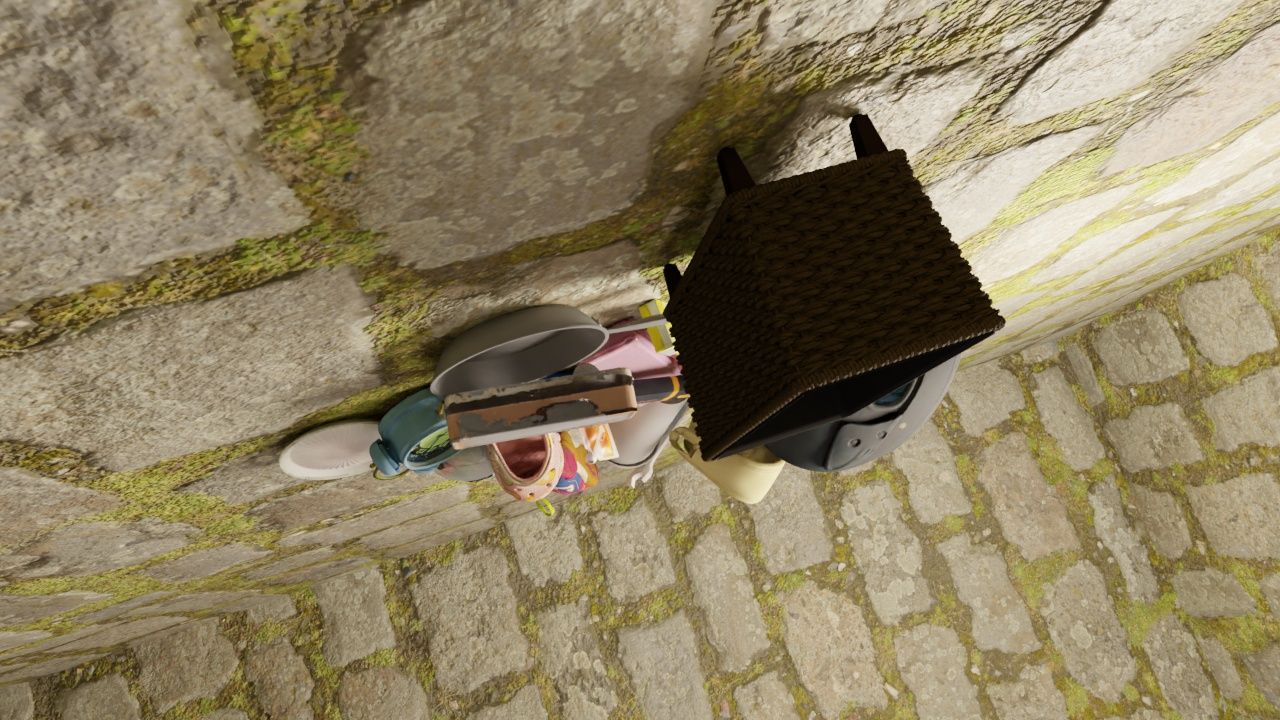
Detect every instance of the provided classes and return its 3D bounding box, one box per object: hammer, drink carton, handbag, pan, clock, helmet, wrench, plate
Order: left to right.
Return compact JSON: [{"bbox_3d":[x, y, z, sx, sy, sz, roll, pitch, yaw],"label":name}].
[{"bbox_3d":[-0.375,0.111,1.159,0.157,0.014,0.157,-16,155,-8],"label":"plate"},{"bbox_3d":[-0.269,0.093,1.130,0.162,0.060,0.118,-42,158,22],"label":"clock"},{"bbox_3d":[-0.059,-0.030,1.005,0.356,0.050,0.201,-18,168,-4],"label":"pan"},{"bbox_3d":[-0.071,0.091,1.352,0.039,0.122,0.069,-28,165,36],"label":"drink carton"},{"bbox_3d":[0.054,0.115,1.563,0.047,0.009,0.272,-15,-149,49],"label":"wrench"},{"bbox_3d":[0.049,0.033,1.197,0.312,0.035,0.140,-6,157,-20],"label":"hammer"},{"bbox_3d":[0.153,0.110,1.498,0.089,0.191,0.232,-62,-178,34],"label":"handbag"},{"bbox_3d":[0.285,0.020,1.341,0.235,0.248,0.317,12,132,-28],"label":"helmet"}]

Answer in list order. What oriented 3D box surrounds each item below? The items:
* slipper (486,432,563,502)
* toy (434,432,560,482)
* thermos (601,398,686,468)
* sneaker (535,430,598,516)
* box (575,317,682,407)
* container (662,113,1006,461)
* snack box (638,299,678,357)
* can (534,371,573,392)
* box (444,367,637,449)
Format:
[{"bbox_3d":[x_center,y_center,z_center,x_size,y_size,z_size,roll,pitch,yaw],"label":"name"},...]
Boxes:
[{"bbox_3d":[-0.141,0.118,1.147,0.093,0.081,0.197,-23,137,-12],"label":"slipper"},{"bbox_3d":[-0.201,0.110,1.255,0.179,0.101,0.139,-5,-170,-16],"label":"toy"},{"bbox_3d":[0.000,0.077,1.436,0.131,0.131,0.222,-13,159,-27],"label":"thermos"},{"bbox_3d":[-0.136,0.169,1.405,0.091,0.116,0.242,-17,161,9],"label":"sneaker"},{"bbox_3d":[-0.007,0.006,1.209,0.098,0.037,0.232,-26,157,13],"label":"box"},{"bbox_3d":[0.135,-0.053,0.827,0.176,0.205,0.321,-17,168,-13],"label":"container"},{"bbox_3d":[0.046,-0.035,1.126,0.026,0.061,0.148,-25,167,20],"label":"snack box"},{"bbox_3d":[-0.101,0.055,1.252,0.145,0.079,0.079,-6,162,-47],"label":"can"},{"bbox_3d":[-0.112,0.059,1.049,0.216,0.062,0.081,-9,165,-10],"label":"box"}]
